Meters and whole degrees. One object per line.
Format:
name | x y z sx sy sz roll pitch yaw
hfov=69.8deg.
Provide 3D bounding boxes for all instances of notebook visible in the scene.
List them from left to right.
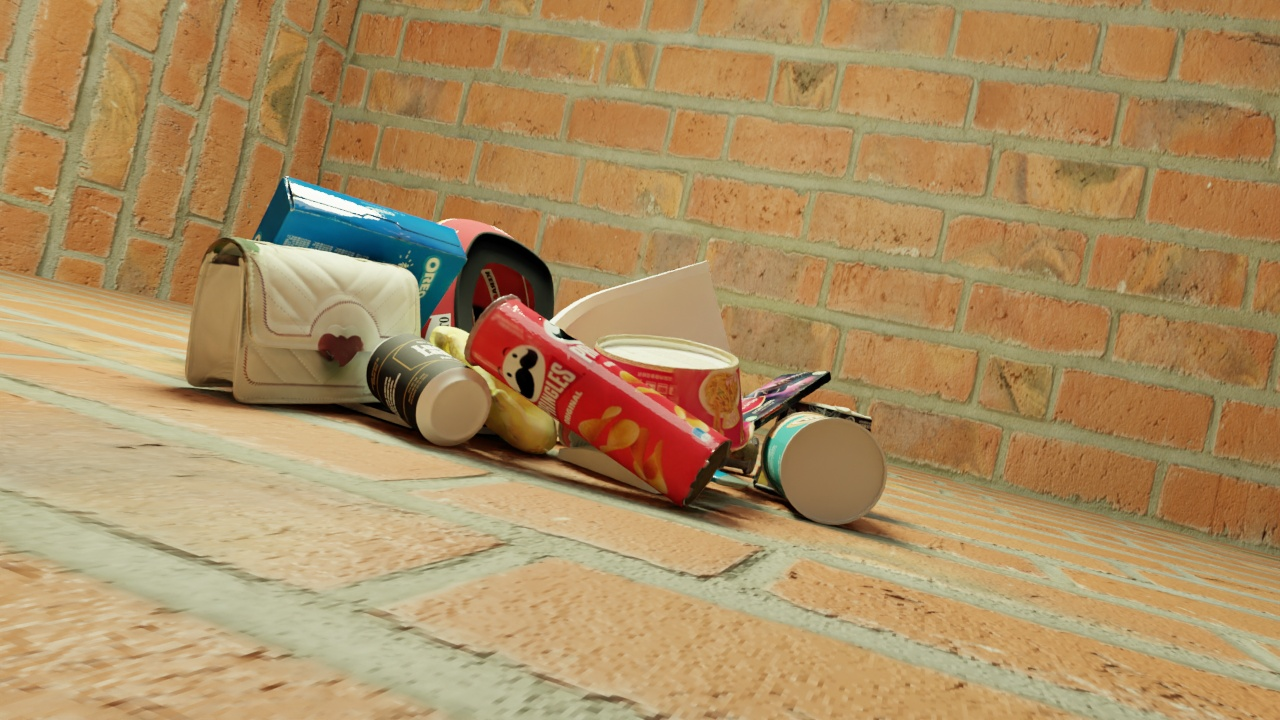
notebook | -0.255 0.051 0.972 0.207 0.016 0.148 12 0 35

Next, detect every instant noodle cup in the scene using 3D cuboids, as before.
instant noodle cup | 0.021 0.026 0.875 0.178 0.078 0.178 7 12 -2
instant noodle cup | 0.206 0.107 1.072 0.137 0.112 0.137 13 -2 0

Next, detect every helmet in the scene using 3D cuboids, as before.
helmet | -0.238 -0.046 1.175 0.225 0.270 0.197 -15 -28 39

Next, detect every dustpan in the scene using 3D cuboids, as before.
dustpan | -0.006 0.006 1.093 0.257 0.191 0.053 -17 7 -13

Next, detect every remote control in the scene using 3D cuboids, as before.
remote control | -0.013 0.098 0.856 0.049 0.024 0.143 14 -1 -44

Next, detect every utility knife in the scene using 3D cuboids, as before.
utility knife | -0.001 0.079 0.839 0.225 0.015 0.031 19 3 38

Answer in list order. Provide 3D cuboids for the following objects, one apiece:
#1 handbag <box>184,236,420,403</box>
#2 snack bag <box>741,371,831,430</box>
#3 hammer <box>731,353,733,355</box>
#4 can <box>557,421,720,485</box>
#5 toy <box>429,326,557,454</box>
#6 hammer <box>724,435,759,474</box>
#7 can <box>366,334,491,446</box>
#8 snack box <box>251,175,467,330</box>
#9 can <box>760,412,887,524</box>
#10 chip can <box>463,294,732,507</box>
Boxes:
handbag | -0.304 -0.033 0.857 0.096 0.142 0.198 15 7 32
snack bag | 0.146 0.047 1.033 0.154 0.018 0.075 -29 14 -40
hammer | -0.007 0.034 1.320 0.324 0.051 0.117 -16 -28 36
can | 0.001 0.081 0.956 0.170 0.067 0.067 13 -1 22
toy | -0.141 0.033 0.909 0.170 0.064 0.155 43 -6 24
hammer | 0.107 0.105 1.082 0.098 0.052 0.328 13 -5 0
can | -0.193 0.024 0.827 0.071 0.072 0.129 13 8 -42
snack box | -0.330 -0.067 0.992 0.195 0.239 0.056 14 38 -40
can | 0.180 0.104 0.923 0.099 0.099 0.144 13 -1 0
chip can | -0.037 0.033 0.771 0.233 0.073 0.073 33 6 18
